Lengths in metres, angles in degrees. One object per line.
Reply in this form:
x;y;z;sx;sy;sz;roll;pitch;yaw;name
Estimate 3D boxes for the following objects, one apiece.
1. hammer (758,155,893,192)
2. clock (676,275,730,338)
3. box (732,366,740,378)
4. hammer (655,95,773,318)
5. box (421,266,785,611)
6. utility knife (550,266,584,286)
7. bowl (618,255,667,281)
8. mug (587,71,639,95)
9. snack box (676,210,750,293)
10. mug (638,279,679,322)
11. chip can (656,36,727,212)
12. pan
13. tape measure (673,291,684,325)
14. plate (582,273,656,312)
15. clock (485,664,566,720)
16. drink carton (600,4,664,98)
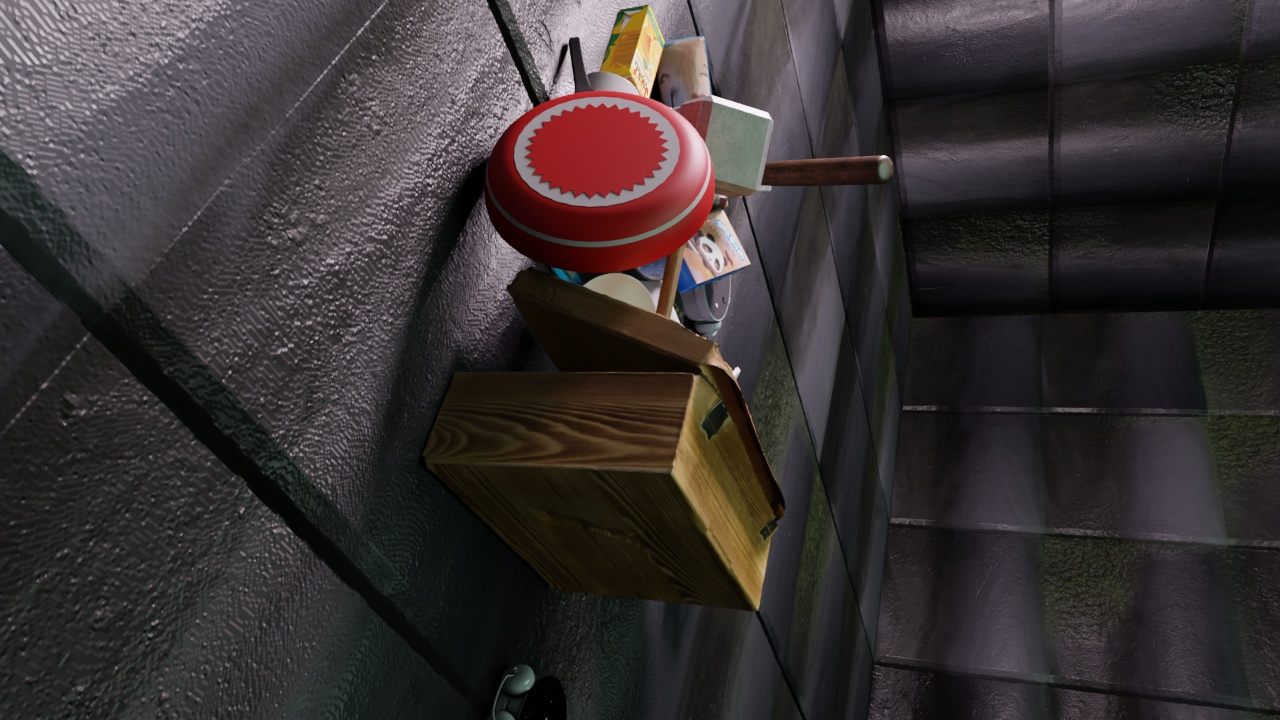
0.149;-0.225;1.090;0.217;0.301;0.037;-3;100;-35;hammer
0.096;-0.108;1.345;0.122;0.045;0.159;-65;147;-44;clock
0.069;0.039;1.217;0.201;0.095;0.088;-30;119;-64;box
0.035;-0.104;0.969;0.082;0.163;0.318;9;95;-25;hammer
0.001;0.078;0.852;0.279;0.258;0.214;62;38;-48;box
-0.074;-0.088;0.990;0.173;0.015;0.031;57;44;-53;utility knife
-0.014;-0.143;1.061;0.114;0.061;0.114;18;68;-53;bowl
-0.040;-0.244;1.004;0.107;0.071;0.089;59;41;-59;mug
0.084;-0.149;1.241;0.151;0.034;0.087;-25;87;-51;snack box
0.008;-0.060;1.111;0.090;0.074;0.110;64;21;-44;mug
0.069;-0.316;1.247;0.079;0.080;0.230;-47;132;-57;chip can
-0.048;-0.224;0.873;0.067;0.209;0.355;88;-6;-53;pan
0.030;-0.063;1.196;0.072;0.042;0.071;4;82;-69;tape measure
-0.037;-0.030;1.012;0.134;0.011;0.135;-13;112;-35;plate
-0.111;0.342;0.872;0.123;0.035;0.094;65;33;-42;clock
-0.010;-0.362;1.107;0.058;0.041;0.122;56;40;-51;drink carton
